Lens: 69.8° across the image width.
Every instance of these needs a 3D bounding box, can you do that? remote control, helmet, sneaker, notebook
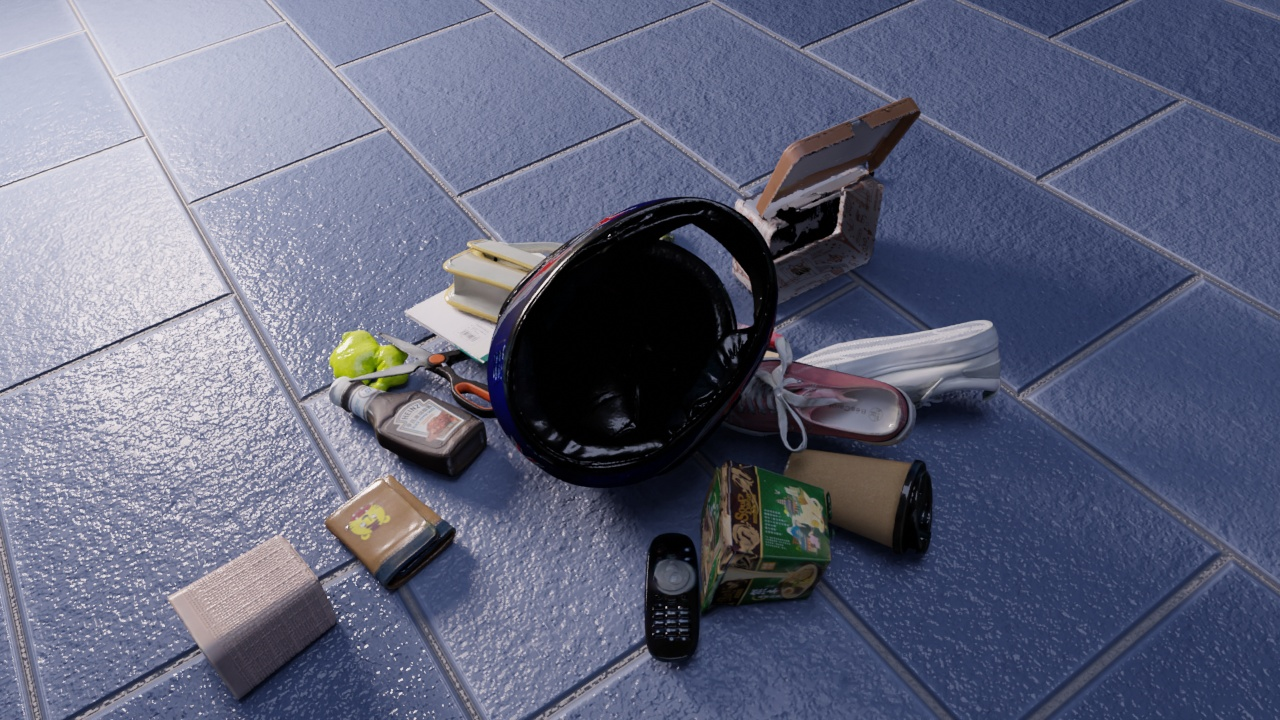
[{"bbox_3d":[0.030,0.226,0.871,0.053,0.024,0.136,-3,45,5],"label":"remote control"},{"bbox_3d":[-0.007,-0.020,0.937,0.247,0.240,0.315,45,94,-2],"label":"helmet"},{"bbox_3d":[0.156,0.037,0.943,0.241,0.087,0.118,9,80,39],"label":"sneaker"},{"bbox_3d":[0.272,0.025,1.012,0.243,0.091,0.089,-11,14,19],"label":"sneaker"},{"bbox_3d":[-0.168,-0.074,1.159,0.150,0.012,0.208,30,46,30],"label":"notebook"}]

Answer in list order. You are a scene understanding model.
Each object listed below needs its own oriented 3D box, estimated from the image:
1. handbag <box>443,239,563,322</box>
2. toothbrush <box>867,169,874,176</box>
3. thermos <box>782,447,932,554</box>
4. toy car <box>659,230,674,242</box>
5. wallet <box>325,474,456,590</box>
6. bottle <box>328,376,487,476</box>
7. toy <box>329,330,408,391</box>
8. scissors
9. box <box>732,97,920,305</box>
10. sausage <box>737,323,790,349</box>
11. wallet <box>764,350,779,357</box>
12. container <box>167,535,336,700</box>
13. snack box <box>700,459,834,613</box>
[{"bbox_3d":[-0.141,-0.115,1.159,0.163,0.063,0.178,20,39,16],"label":"handbag"},{"bbox_3d":[0.238,-0.230,1.284,0.212,0.027,0.026,-23,93,-17],"label":"toothbrush"},{"bbox_3d":[0.216,0.132,0.904,0.143,0.093,0.092,11,48,27],"label":"thermos"},{"bbox_3d":[-0.011,-0.158,1.232,0.120,0.037,0.054,-19,46,-26],"label":"toy car"},{"bbox_3d":[-0.258,0.173,0.946,0.115,0.033,0.090,31,57,34],"label":"wallet"},{"bbox_3d":[-0.269,0.066,1.037,0.195,0.044,0.079,21,46,23],"label":"bottle"},{"bbox_3d":[-0.330,0.003,1.110,0.100,0.031,0.096,-8,59,2],"label":"toy"},{"bbox_3d":[-0.217,0.009,1.076,0.234,0.022,0.221,-20,41,-31],"label":"scissors"},{"bbox_3d":[0.214,-0.196,1.092,0.178,0.260,0.110,-25,52,-18],"label":"box"},{"bbox_3d":[0.107,-0.039,1.118,0.156,0.020,0.020,16,50,19],"label":"sausage"},{"bbox_3d":[0.096,0.008,1.074,0.115,0.024,0.087,17,46,19],"label":"wallet"},{"bbox_3d":[-0.358,0.236,0.858,0.110,0.090,0.090,-34,52,-29],"label":"container"},{"bbox_3d":[0.117,0.171,0.868,0.105,0.118,0.118,8,49,-4],"label":"snack box"}]
